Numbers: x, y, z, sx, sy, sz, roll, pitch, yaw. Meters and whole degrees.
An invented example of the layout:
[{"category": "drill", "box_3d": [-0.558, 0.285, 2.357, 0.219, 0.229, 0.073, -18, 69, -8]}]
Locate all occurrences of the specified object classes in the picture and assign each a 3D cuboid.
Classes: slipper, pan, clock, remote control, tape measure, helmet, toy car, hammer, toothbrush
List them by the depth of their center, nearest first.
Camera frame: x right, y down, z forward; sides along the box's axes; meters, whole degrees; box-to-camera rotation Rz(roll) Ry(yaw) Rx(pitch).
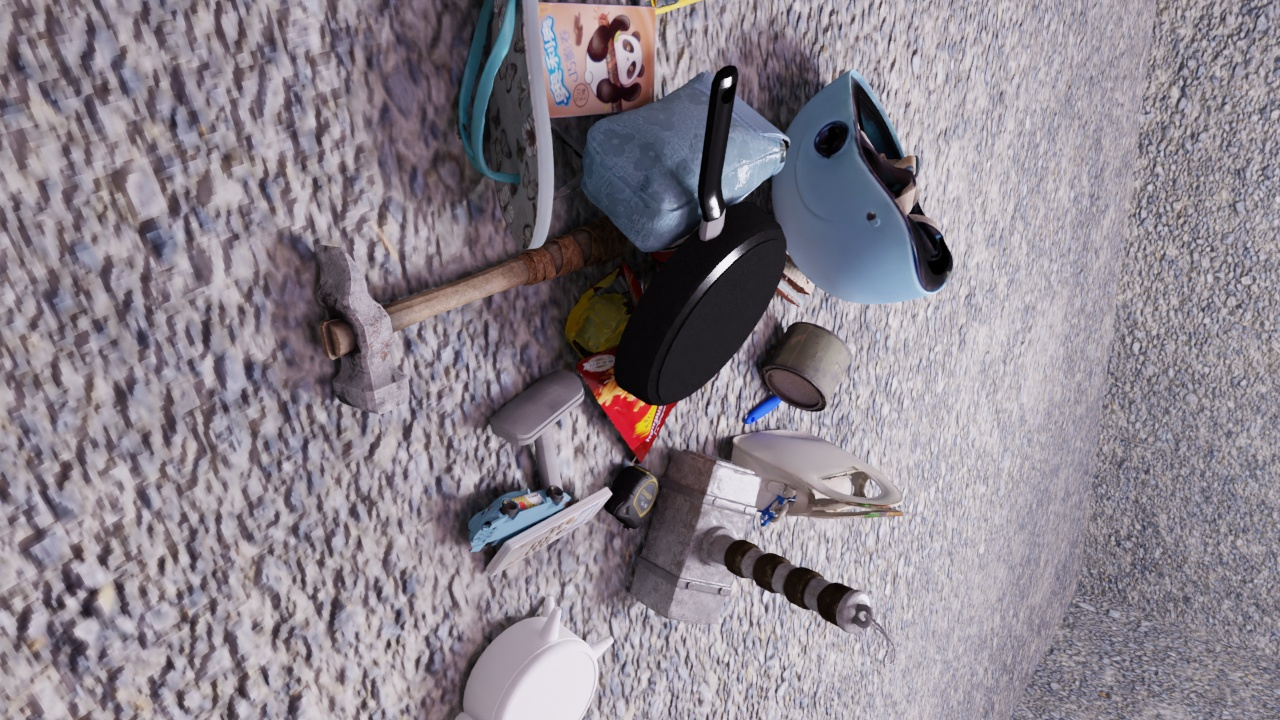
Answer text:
[{"category": "slipper", "box_3d": [-0.107, -0.216, 0.668, 0.054, 0.098, 0.269, -6, 101, -26]}, {"category": "hammer", "box_3d": [-0.117, -0.066, 0.735, 0.317, 0.049, 0.122, -28, 121, -46]}, {"category": "pan", "box_3d": [0.061, -0.087, 0.757, 0.203, 0.044, 0.356, -41, 157, -25]}, {"category": "toy car", "box_3d": [-0.111, 0.134, 0.814, 0.107, 0.027, 0.060, -10, 146, -54]}, {"category": "remote control", "box_3d": [-0.083, 0.159, 0.860, 0.135, 0.011, 0.050, -22, 157, -46]}, {"category": "clock", "box_3d": [-0.109, 0.308, 0.868, 0.160, 0.073, 0.125, -56, 140, -12]}, {"category": "hammer", "box_3d": [0.126, 0.207, 0.912, 0.079, 0.327, 0.177, 19, 87, -35]}, {"category": "tape measure", "box_3d": [-0.010, 0.139, 0.950, 0.061, 0.034, 0.062, -58, 152, -15]}, {"category": "helmet", "box_3d": [0.234, -0.184, 1.024, 0.225, 0.167, 0.265, 19, 59, -58]}, {"category": "toothbrush", "box_3d": [0.188, 0.040, 1.187, 0.182, 0.018, 0.016, -30, 125, -40]}]

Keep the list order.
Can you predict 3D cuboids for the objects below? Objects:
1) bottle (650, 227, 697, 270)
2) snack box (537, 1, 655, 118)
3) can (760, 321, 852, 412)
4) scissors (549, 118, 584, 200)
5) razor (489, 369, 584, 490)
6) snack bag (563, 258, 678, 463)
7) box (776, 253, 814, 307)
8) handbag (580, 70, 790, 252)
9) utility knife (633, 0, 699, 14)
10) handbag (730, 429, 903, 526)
[{"category": "bottle", "box_3d": [0.063, -0.075, 0.944, 0.062, 0.062, 0.177, -55, 139, -23]}, {"category": "snack box", "box_3d": [-0.046, -0.250, 0.763, 0.151, 0.034, 0.087, -22, 120, -46]}, {"category": "can", "box_3d": [0.204, 0.009, 1.130, 0.074, 0.090, 0.090, -57, 140, -23]}, {"category": "scissors", "box_3d": [-0.027, -0.179, 0.818, 0.141, 0.014, 0.174, 55, 50, -28]}, {"category": "razor", "box_3d": [-0.087, 0.079, 0.829, 0.088, 0.047, 0.116, -39, 139, -37]}, {"category": "snack bag", "box_3d": [-0.005, 0.005, 0.910, 0.138, 0.067, 0.208, -65, 152, -21]}, {"category": "box", "box_3d": [0.150, -0.115, 1.054, 0.186, 0.056, 0.059, 28, 40, -53]}, {"category": "handbag", "box_3d": [0.034, -0.165, 0.797, 0.191, 0.122, 0.119, -40, 167, -35]}, {"category": "utility knife", "box_3d": [0.042, -0.347, 0.858, 0.150, 0.017, 0.030, -38, 139, -42]}, {"category": "handbag", "box_3d": [0.214, 0.159, 1.111, 0.200, 0.200, 0.093, -1, 107, -49]}]
